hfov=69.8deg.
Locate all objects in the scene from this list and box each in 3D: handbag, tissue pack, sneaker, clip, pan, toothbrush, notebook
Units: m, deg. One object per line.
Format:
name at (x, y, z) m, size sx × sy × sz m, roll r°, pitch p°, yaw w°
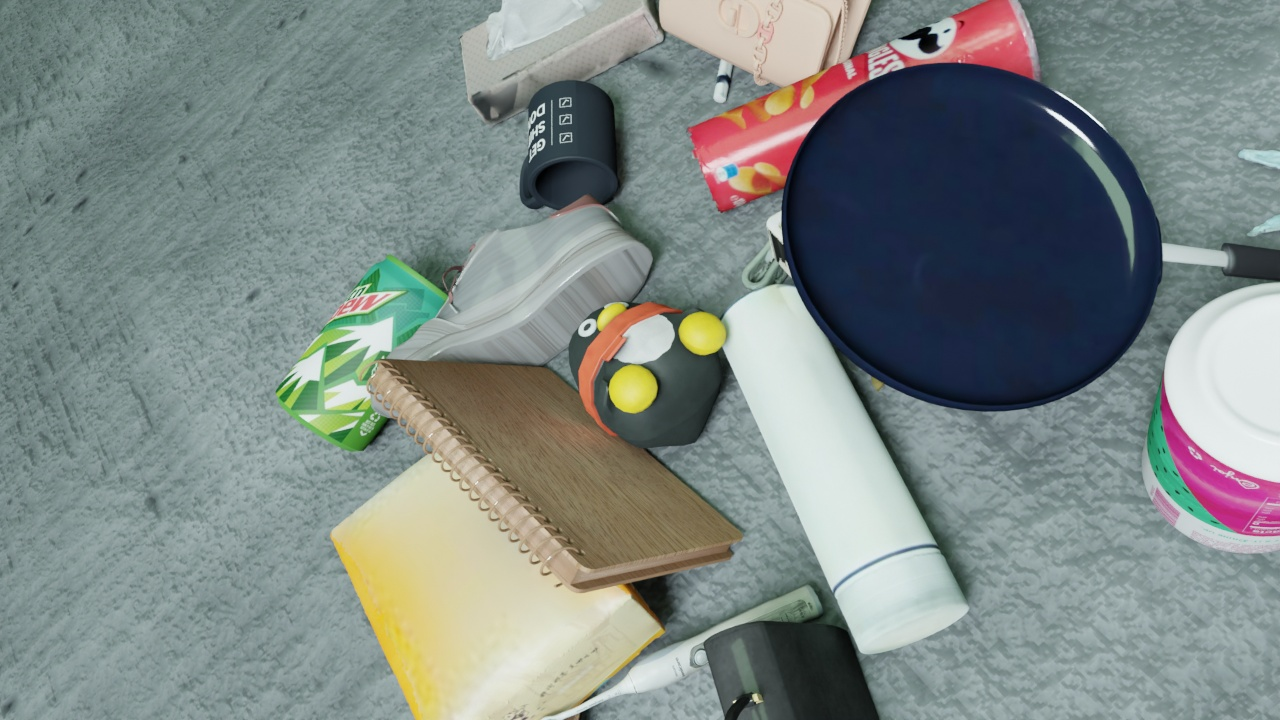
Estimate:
handbag at (0.076, 0.211, 0.434) m, size 0.072 × 0.196 × 0.175 m, roll -24°, pitch 60°, yaw 13°
tissue pack at (-0.079, -0.296, 0.815) m, size 0.182 × 0.071 × 0.103 m, roll -22°, pitch 61°, yaw 19°
sneaker at (-0.109, -0.046, 0.698) m, size 0.236 × 0.099 × 0.089 m, roll -32°, pitch 59°, yaw 0°
clip at (0.102, -0.078, 0.654) m, size 0.023 × 0.047 × 0.076 m, roll 37°, pitch 89°, yaw 35°
pan at (0.252, -0.059, 0.487) m, size 0.356 × 0.021 × 0.198 m, roll 7°, pitch 73°, yaw 1°
toothbrush at (0.084, -0.296, 0.769) m, size 0.017 × 0.012 × 0.186 m, roll 4°, pitch 69°, yaw 22°
notebook at (-0.057, 0.063, 0.582) m, size 0.210 × 0.168 × 0.022 m, roll 38°, pitch 109°, yaw 33°
toothbrush at (0.021, 0.179, 0.545) m, size 0.185 × 0.022 × 0.024 m, roll -22°, pitch 18°, yaw -7°
handbag at (0.136, -0.293, 0.728) m, size 0.199 × 0.117 × 0.186 m, roll 34°, pitch 44°, yaw 23°

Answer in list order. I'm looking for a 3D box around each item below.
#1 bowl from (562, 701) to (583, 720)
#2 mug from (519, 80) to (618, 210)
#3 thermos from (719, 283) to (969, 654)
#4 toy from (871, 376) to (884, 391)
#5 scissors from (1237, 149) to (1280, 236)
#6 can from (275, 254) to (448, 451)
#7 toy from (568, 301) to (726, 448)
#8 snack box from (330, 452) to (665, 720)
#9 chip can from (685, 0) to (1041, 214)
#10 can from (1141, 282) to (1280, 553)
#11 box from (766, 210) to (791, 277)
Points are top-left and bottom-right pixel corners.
bowl at (-0.086, 0.229, 0.592) m, size 0.118 × 0.030 × 0.117 m, roll -13°, pitch 51°, yaw 16°
mug at (-0.066, -0.166, 0.753) m, size 0.105 × 0.071 × 0.077 m, roll -29°, pitch 54°, yaw 42°
thermos at (0.116, 0.059, 0.562) m, size 0.068 × 0.068 × 0.229 m, roll -27°, pitch 59°, yaw 11°
toy at (0.188, -0.010, 0.567) m, size 0.100 × 0.062 × 0.076 m, roll -27°, pitch 37°, yaw 24°
scissors at (0.443, -0.116, 0.523) m, size 0.173 × 0.014 × 0.158 m, roll 23°, pitch 80°, yaw 34°
can at (-0.214, -0.006, 0.733) m, size 0.083 × 0.083 × 0.144 m, roll 32°, pitch 83°, yaw 32°
toy at (-0.004, 0.004, 0.625) m, size 0.097 × 0.100 × 0.119 m, roll -38°, pitch 48°, yaw -19°
snack box at (-0.101, 0.137, 0.592) m, size 0.145 × 0.081 × 0.195 m, roll -39°, pitch 49°, yaw -6°
chip can at (0.152, -0.178, 0.649) m, size 0.233 × 0.073 × 0.073 m, roll -19°, pitch 61°, yaw 17°
can at (0.291, 0.035, 0.432) m, size 0.088 × 0.166 × 0.088 m, roll -10°, pitch 64°, yaw 20°
box at (0.172, -0.091, 0.539) m, size 0.143 × 0.101 × 0.194 m, roll -30°, pitch 41°, yaw -7°
